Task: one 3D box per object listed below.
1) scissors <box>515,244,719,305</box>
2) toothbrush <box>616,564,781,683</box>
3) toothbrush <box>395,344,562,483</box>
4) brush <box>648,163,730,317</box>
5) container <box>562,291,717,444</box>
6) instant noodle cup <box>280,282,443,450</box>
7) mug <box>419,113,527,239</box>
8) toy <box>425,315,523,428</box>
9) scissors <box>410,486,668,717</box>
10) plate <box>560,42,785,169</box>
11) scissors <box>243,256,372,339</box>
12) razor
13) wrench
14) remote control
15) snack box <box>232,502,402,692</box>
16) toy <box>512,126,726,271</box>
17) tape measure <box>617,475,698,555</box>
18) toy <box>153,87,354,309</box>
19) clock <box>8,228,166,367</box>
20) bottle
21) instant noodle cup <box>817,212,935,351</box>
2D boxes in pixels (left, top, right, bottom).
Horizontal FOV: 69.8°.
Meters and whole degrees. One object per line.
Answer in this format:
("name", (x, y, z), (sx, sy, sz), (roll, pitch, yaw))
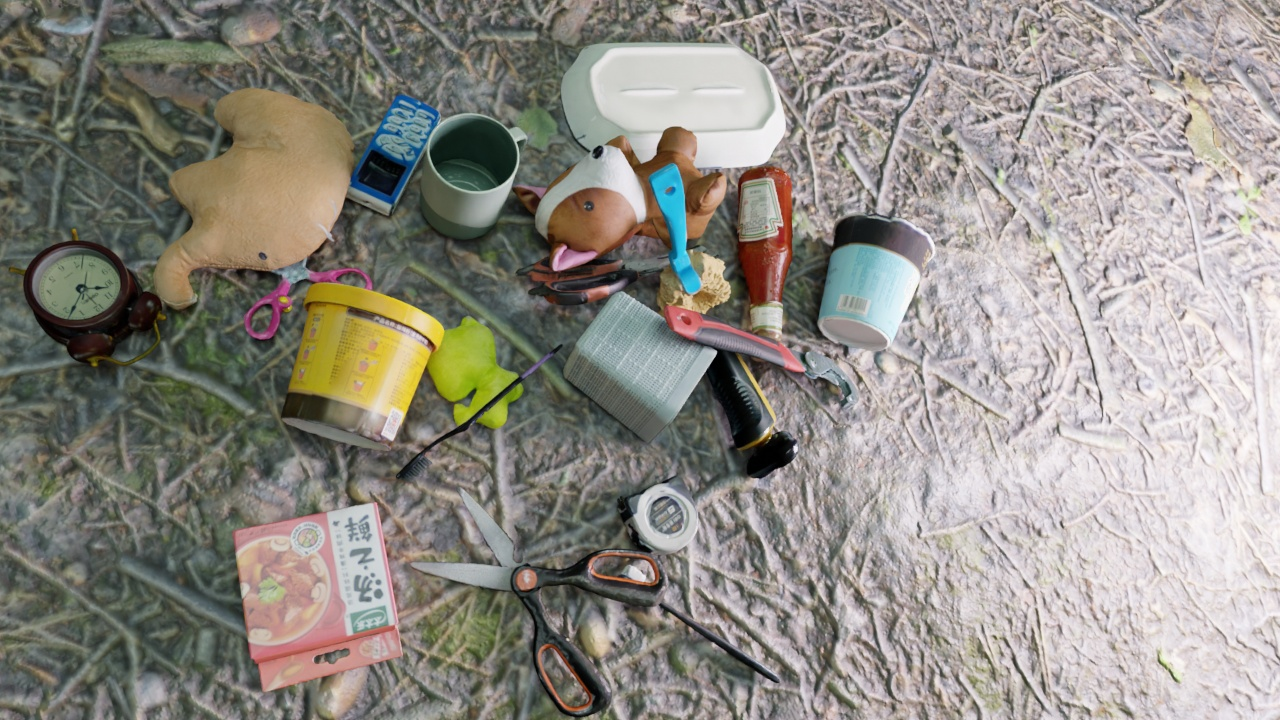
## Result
("scissors", (-0.021, -0.095, 0.921), (0.199, 0.015, 0.204), (9, 28, 12))
("toothbrush", (0.056, 0.244, 0.843), (0.181, 0.016, 0.018), (36, 56, -3))
("toothbrush", (-0.141, 0.047, 0.822), (0.189, 0.014, 0.017), (-40, 101, -8))
("brush", (0.039, -0.100, 0.842), (0.083, 0.255, 0.046), (-30, 67, -3))
("container", (-0.005, 0.005, 0.868), (0.111, 0.090, 0.089), (35, 64, -1))
("instant noodle cup", (-0.240, 0.009, 0.778), (0.118, 0.119, 0.114), (17, 74, -12))
("mug", (-0.155, -0.177, 0.871), (0.082, 0.107, 0.111), (47, 65, 3))
("toy", (-0.157, 0.013, 0.847), (0.100, 0.031, 0.096), (30, 67, -6))
("scissors", (-0.082, 0.207, 0.802), (0.220, 0.022, 0.227), (-8, 78, -13))
("plate", (0.045, -0.291, 1.016), (0.265, 0.034, 0.162), (-6, 73, -20))
("scissors", (-0.312, -0.074, 0.837), (0.134, 0.017, 0.133), (14, 64, -8))
("razor", (0.101, 0.035, 0.917), (0.067, 0.062, 0.167), (-5, 64, -51))
("wrench", (0.124, -0.006, 0.893), (0.273, 0.016, 0.056), (20, 43, -37))
("remote control", (-0.240, -0.202, 0.898), (0.049, 0.024, 0.124), (24, 65, -9))
("snack box", (-0.260, 0.190, 0.743), (0.113, 0.044, 0.127), (-10, 75, -21))
("toy", (-0.017, -0.161, 0.907), (0.199, 0.131, 0.140), (-18, 50, -13))
("tape measure", (0.019, 0.148, 0.855), (0.065, 0.034, 0.066), (-18, 76, -21))
("toy", (-0.341, -0.140, 0.816), (0.143, 0.083, 0.225), (18, 66, -1))
("clock", (-0.451, -0.046, 0.758), (0.122, 0.055, 0.081), (47, 64, 0))
("bottle", (0.132, -0.101, 0.967), (0.059, 0.060, 0.206), (5, 76, -17))
("instant noodle cup", (0.243, -0.078, 0.975), (0.111, 0.111, 0.120), (23, 74, -9))
